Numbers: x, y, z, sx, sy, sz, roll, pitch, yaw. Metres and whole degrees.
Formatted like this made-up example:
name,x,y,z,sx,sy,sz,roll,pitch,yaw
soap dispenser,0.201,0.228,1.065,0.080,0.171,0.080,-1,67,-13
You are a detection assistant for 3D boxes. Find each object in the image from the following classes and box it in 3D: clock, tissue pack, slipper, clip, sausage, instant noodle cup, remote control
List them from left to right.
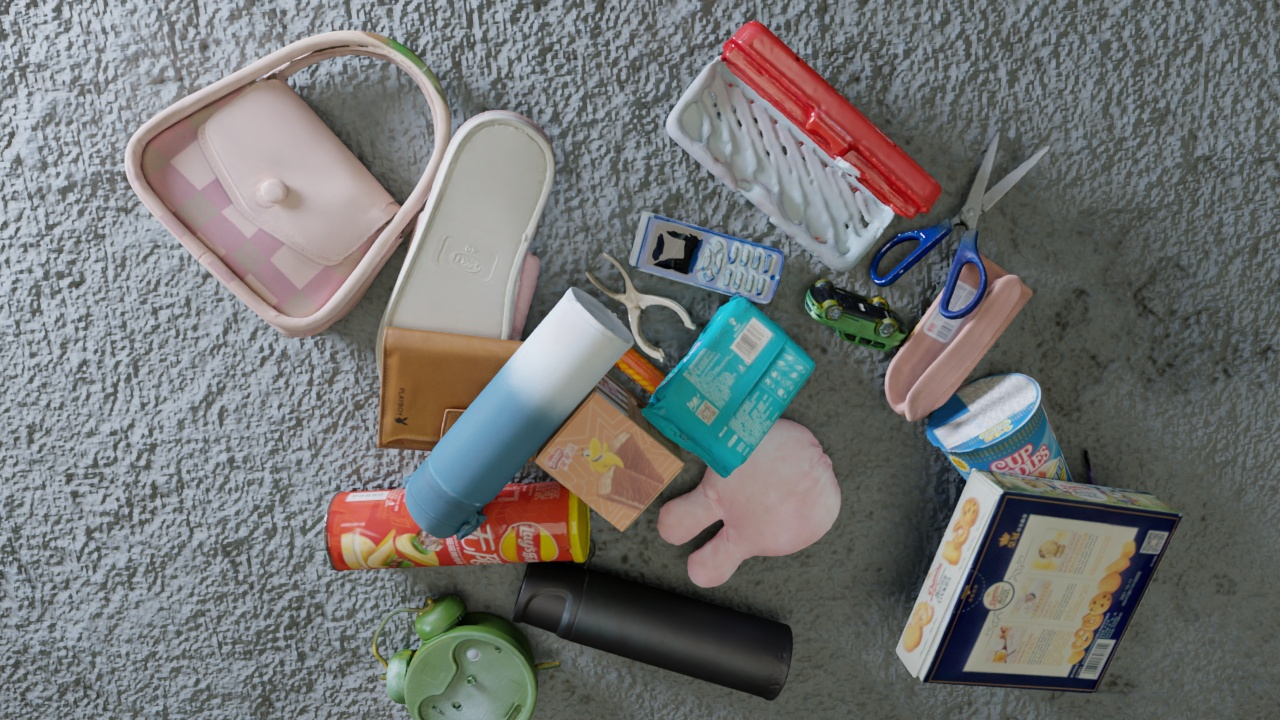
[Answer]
name,x,y,z,sx,sy,sz,roll,pitch,yaw
clock,-0.164,0.277,0.826,0.161,0.056,0.116,31,99,-8
slipper,-0.141,-0.069,0.745,0.114,0.054,0.275,15,111,-14
sausage,-0.005,0.005,0.786,0.165,0.021,0.021,40,99,-9
clip,0.011,-0.053,0.770,0.087,0.035,0.104,-26,94,8
remote control,0.056,-0.085,0.767,0.125,0.024,0.049,15,101,-6
tissue pack,0.074,0.022,0.757,0.093,0.050,0.133,41,74,-8
instant noodle cup,0.314,0.082,0.779,0.099,0.099,0.110,-35,108,6

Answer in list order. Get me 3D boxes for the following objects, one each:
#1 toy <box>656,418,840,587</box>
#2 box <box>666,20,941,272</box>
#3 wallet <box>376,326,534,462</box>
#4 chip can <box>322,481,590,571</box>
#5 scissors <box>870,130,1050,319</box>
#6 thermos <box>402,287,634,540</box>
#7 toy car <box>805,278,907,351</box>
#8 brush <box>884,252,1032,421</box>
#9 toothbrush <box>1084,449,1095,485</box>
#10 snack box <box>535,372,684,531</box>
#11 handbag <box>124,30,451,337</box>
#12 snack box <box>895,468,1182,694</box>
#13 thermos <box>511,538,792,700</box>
name,x,y,z,sx,sy,sz,roll,pitch,yaw
toy,0.094,0.124,0.797,0.159,0.054,0.121,-32,94,1
box,0.125,-0.159,0.716,0.201,0.095,0.100,38,96,-10
wallet,-0.145,0.034,0.748,0.130,0.035,0.119,6,111,-10
chip can,-0.154,0.140,0.782,0.216,0.073,0.073,-3,102,3
scissors,0.258,-0.109,0.749,0.163,0.012,0.162,-11,63,30
thermos,-0.097,0.045,0.706,0.070,0.070,0.221,39,102,-9
toy car,0.179,-0.037,0.769,0.091,0.043,0.036,20,124,-13
brush,0.257,-0.015,0.762,0.063,0.073,0.146,33,101,-9
toothbrush,0.420,0.169,0.837,0.017,0.014,0.189,-13,102,14
snack box,-0.026,0.071,0.764,0.094,0.092,0.077,40,99,-10
handbag,-0.254,-0.153,0.723,0.234,0.093,0.193,-42,101,0
snack box,0.325,0.185,0.753,0.182,0.045,0.178,10,109,-17
thermos,0.013,0.224,0.816,0.242,0.068,0.090,18,79,-5
